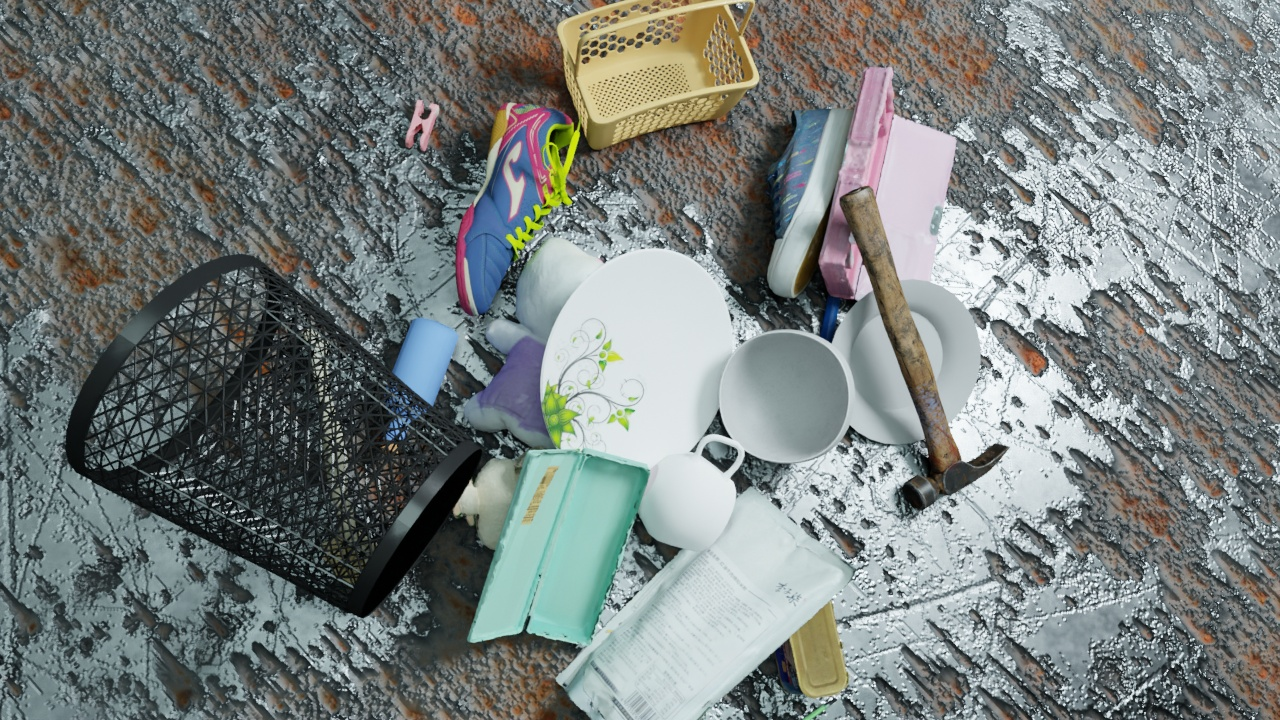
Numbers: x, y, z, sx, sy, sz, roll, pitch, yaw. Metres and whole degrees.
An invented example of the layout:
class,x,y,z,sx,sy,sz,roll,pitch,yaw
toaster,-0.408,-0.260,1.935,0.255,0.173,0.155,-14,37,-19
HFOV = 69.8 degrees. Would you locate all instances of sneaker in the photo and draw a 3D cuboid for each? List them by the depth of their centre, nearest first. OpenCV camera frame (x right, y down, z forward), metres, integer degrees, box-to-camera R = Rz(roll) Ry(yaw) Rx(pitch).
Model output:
class,x,y,z,sx,sy,sz,roll,pitch,yaw
sneaker,-0.119,-0.153,0.910,0.091,0.116,0.241,10,69,4
sneaker,0.168,-0.174,0.985,0.079,0.087,0.235,15,69,16

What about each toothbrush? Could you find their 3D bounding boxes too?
class,x,y,z,sx,sy,sz,roll,pitch,yaw
toothbrush,0.110,0.372,0.870,0.187,0.014,0.017,-30,75,-14
toothbrush,0.215,-0.088,0.994,0.016,0.017,0.189,16,75,-8

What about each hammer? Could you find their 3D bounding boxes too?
class,x,y,z,sx,sy,sz,roll,pitch,yaw
hammer,0.274,-0.019,0.919,0.120,0.033,0.330,-27,105,-15

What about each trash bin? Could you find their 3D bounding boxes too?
class,x,y,z,sx,sy,sz,roll,pitch,yaw
trash bin,-0.276,0.071,0.745,0.243,0.217,0.216,33,74,2

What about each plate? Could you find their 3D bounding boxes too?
class,x,y,z,sx,sy,sz,roll,pitch,yaw
plate,-0.005,0.005,0.883,0.228,0.030,0.229,-12,111,-35
plate,0.273,0.001,0.958,0.172,0.019,0.173,-2,100,-13

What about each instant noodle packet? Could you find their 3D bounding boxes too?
class,x,y,z,sx,sy,sz,roll,pitch,yaw
instant noodle packet,0.058,0.247,0.857,0.268,0.057,0.147,-40,48,-14

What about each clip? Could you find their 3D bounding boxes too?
class,x,y,z,sx,sy,sz,roll,pitch,yaw
clip,-0.238,-0.250,0.968,0.041,0.023,0.059,19,69,1

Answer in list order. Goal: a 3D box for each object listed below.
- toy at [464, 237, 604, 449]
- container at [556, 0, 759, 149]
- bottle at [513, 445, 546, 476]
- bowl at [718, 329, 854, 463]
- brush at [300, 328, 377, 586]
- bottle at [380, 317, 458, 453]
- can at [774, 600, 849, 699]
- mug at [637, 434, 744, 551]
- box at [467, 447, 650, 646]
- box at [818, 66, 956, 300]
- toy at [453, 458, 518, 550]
class,x,y,z,sx,sy,sz,roll,pitch,yaw
toy,-0.086,-0.015,0.902,0.137,0.085,0.209,24,79,-1
container,0.016,-0.312,0.942,0.183,0.167,0.129,-17,79,-12
bottle,-0.077,0.133,0.868,0.042,0.043,0.110,-37,106,-15
bowl,0.149,0.036,0.918,0.132,0.064,0.132,0,90,20
brush,-0.283,0.093,0.865,0.077,0.062,0.272,-16,75,-16
bottle,-0.220,0.027,0.888,0.048,0.048,0.131,19,75,-3
can,0.160,0.270,0.878,0.054,0.059,0.099,-9,79,-10
mug,0.049,0.120,0.873,0.076,0.090,0.124,29,110,-12
box,-0.076,0.169,0.829,0.138,0.056,0.187,14,101,-28
box,0.256,-0.173,0.986,0.172,0.075,0.232,28,71,-38
toy,-0.133,0.136,0.871,0.112,0.050,0.087,8,75,-29
